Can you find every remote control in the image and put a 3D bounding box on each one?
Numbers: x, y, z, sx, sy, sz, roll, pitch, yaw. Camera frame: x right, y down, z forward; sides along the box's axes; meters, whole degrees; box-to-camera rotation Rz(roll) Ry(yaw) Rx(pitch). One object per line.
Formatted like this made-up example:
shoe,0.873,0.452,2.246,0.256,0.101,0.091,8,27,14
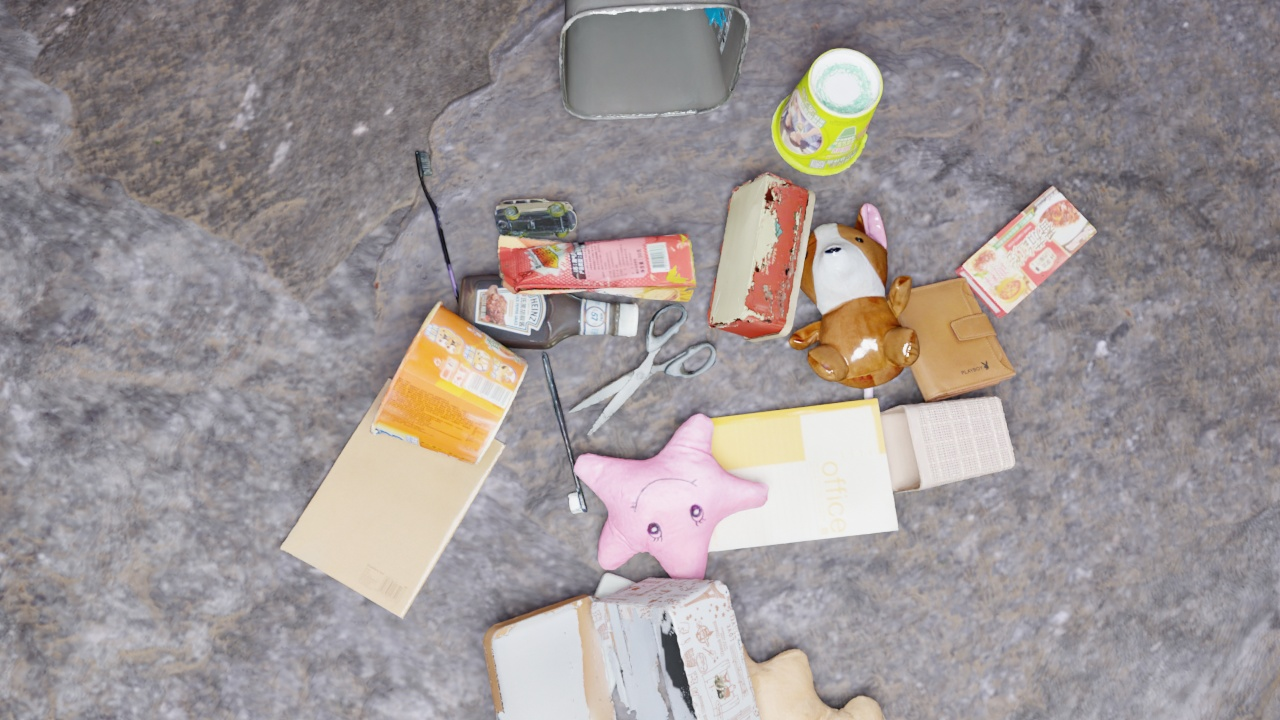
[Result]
remote control,-0.041,0.300,0.957,0.058,0.021,0.150,26,80,-5

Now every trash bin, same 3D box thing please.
trash bin,0.004,-0.410,1.009,0.198,0.199,0.219,-3,73,-5

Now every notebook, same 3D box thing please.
notebook,0.165,0.124,0.994,0.206,0.010,0.145,-7,81,3
notebook,-0.262,0.145,0.981,0.149,0.012,0.211,30,80,2

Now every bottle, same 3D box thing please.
bottle,-0.100,-0.051,1.008,0.195,0.044,0.079,4,78,-3

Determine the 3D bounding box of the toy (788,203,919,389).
toy,0.221,-0.070,0.987,0.140,0.130,0.199,-13,62,16

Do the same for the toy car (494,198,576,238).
toy car,-0.116,-0.161,1.026,0.090,0.042,0.035,-2,58,3

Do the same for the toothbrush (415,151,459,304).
toothbrush,-0.225,-0.150,1.035,0.016,0.014,0.189,-14,81,-18

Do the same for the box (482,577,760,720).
box,-0.012,0.315,0.862,0.204,0.158,0.181,-10,89,-36

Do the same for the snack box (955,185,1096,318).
snack box,0.443,-0.125,1.055,0.152,0.025,0.075,-40,84,-9

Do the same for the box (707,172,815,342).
box,0.124,-0.113,0.996,0.077,0.091,0.168,16,79,-24

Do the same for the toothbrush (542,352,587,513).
toothbrush,-0.086,0.078,0.999,0.018,0.015,0.181,-14,81,4

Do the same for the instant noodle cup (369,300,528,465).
instant noodle cup,-0.190,0.030,0.936,0.111,0.151,0.151,27,79,-9

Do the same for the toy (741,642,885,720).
toy,0.134,0.362,0.931,0.226,0.082,0.143,33,75,6

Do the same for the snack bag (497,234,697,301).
snack bag,-0.048,-0.101,0.987,0.207,0.128,0.073,0,120,-9

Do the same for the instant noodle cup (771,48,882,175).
instant noodle cup,0.213,-0.281,1.022,0.111,0.123,0.111,1,80,-3

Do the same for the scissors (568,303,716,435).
scissors,0.007,0.014,1.007,0.165,0.014,0.163,8,96,-13

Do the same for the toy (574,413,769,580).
toy,0.039,0.156,0.960,0.194,0.074,0.178,-18,91,2

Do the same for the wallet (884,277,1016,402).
wallet,0.338,-0.025,1.015,0.107,0.031,0.131,-13,66,-9

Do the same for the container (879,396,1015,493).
container,0.326,0.087,0.982,0.111,0.090,0.090,-9,80,-8

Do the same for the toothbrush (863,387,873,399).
toothbrush,0.257,-0.014,1.030,0.029,0.020,0.189,-4,76,40
